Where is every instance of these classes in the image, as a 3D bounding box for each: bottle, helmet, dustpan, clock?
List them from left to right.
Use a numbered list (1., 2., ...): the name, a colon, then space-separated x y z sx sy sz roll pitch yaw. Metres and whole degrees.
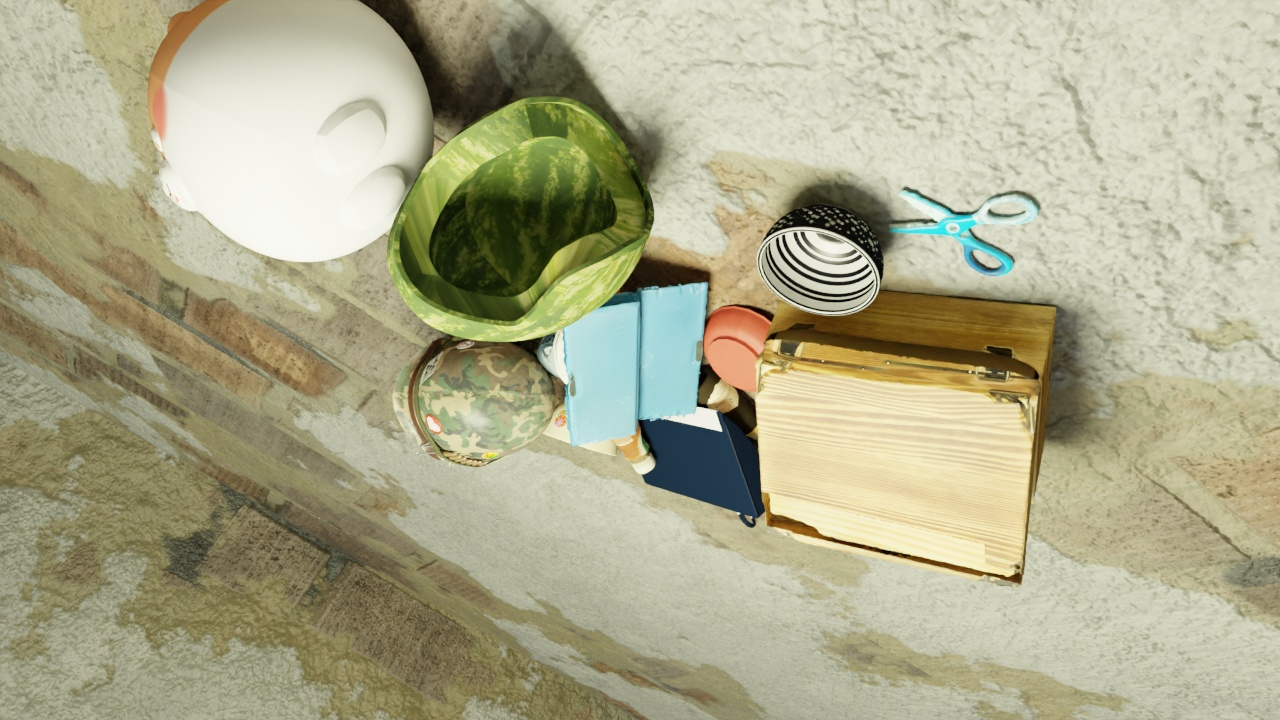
1. helmet: -0.238 0.054 1.304 0.224 0.192 0.237 3 173 -18
2. helmet: -0.120 -0.130 0.917 0.248 0.242 0.213 -29 92 26
3. clock: -0.087 -0.019 1.239 0.090 0.052 0.130 37 143 -18
4. bottle: -0.029 0.088 1.295 0.059 0.059 0.167 -8 120 43
5. dustpan: 0.098 0.151 1.318 0.237 0.080 0.273 9 127 50
6. bottle: 0.138 0.079 1.224 0.184 0.045 0.045 41 146 -23

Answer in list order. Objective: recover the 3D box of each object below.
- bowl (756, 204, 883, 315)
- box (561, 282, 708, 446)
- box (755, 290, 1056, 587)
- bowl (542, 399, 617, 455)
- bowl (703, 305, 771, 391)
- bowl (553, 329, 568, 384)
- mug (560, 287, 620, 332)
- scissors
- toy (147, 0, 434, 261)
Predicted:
1. bowl: 0.181 -0.108 0.895 0.120 0.066 0.120 19 148 12
2. box: -0.006 0.006 1.095 0.174 0.033 0.232 -11 137 -10
3. box: 0.270 0.069 0.958 0.280 0.220 0.259 10 143 28
4. bowl: -0.081 0.088 1.355 0.118 0.074 0.118 18 177 1
5. bowl: 0.122 -0.006 1.094 0.122 0.035 0.122 26 143 22
6. bowl: -0.046 -0.013 1.146 0.061 0.117 0.117 7 146 45
7. mug: -0.070 -0.081 1.073 0.078 0.112 0.096 13 147 15
8. scissors: 0.298 -0.117 0.853 0.137 0.012 0.127 1 142 31
9. toy: -0.353 -0.237 0.909 0.281 0.265 0.263 31 151 26
